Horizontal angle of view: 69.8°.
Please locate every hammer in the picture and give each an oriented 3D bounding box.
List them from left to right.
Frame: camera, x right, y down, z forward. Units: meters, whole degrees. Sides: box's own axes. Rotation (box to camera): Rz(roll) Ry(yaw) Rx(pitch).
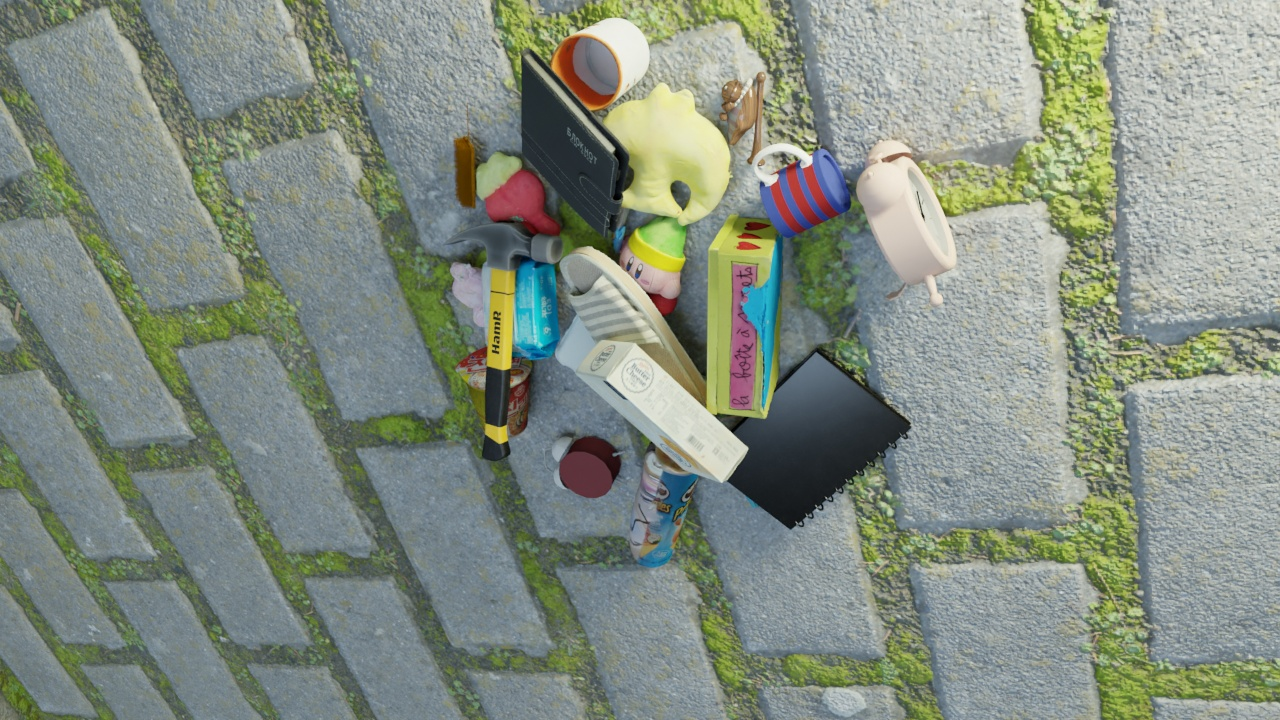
[{"bbox_3d":[-0.187,-0.022,1.196,0.170,0.034,0.325,13,108,27],"label":"hammer"}]

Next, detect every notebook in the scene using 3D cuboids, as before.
[{"bbox_3d":[-0.078,-0.235,1.044,0.169,0.029,0.209,48,167,8],"label":"notebook"},{"bbox_3d":[0.219,0.112,1.214,0.169,0.019,0.232,38,119,-7],"label":"notebook"}]

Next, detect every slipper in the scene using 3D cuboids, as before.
[{"bbox_3d":[-0.007,-0.026,1.160,0.272,0.053,0.115,49,146,-13],"label":"slipper"}]

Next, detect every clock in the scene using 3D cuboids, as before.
[{"bbox_3d":[-0.084,0.156,1.358,0.125,0.044,0.087,9,122,16],"label":"clock"},{"bbox_3d":[0.278,-0.147,0.986,0.086,0.130,0.160,-17,112,28],"label":"clock"}]

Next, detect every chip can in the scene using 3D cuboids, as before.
[{"bbox_3d":[0.030,0.201,1.304,0.080,0.079,0.230,21,133,8],"label":"chip can"}]

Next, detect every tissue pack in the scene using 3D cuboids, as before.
[{"bbox_3d":[-0.159,-0.073,1.222,0.093,0.061,0.144,3,101,28],"label":"tissue pack"}]

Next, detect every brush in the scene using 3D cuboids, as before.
[{"bbox_3d":[-0.225,-0.259,1.166,0.017,0.048,0.127,-10,125,-22],"label":"brush"}]

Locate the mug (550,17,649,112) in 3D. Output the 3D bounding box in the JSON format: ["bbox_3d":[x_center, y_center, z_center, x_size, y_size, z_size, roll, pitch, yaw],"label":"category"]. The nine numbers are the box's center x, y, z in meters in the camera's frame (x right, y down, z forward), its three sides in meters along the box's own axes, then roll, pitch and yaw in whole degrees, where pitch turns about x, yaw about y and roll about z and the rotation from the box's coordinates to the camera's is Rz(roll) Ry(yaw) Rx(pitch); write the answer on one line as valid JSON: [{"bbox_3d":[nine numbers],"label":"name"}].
[{"bbox_3d":[-0.043,-0.329,1.017,0.082,0.105,0.082,9,122,15],"label":"mug"}]

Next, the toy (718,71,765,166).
[{"bbox_3d":[0.115,-0.272,1.031,0.055,0.041,0.102,-1,113,-4],"label":"toy"}]

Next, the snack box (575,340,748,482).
[{"bbox_3d":[0.025,0.062,1.127,0.208,0.057,0.104,43,166,-21],"label":"snack box"}]

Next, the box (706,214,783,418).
[{"bbox_3d":[0.126,-0.053,1.108,0.079,0.124,0.221,5,122,16],"label":"box"}]

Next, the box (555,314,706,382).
[{"bbox_3d":[-0.010,0.013,1.243,0.213,0.062,0.118,35,123,0],"label":"box"}]

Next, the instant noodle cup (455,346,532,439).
[{"bbox_3d":[-0.199,0.051,1.316,0.100,0.100,0.113,9,130,16],"label":"instant noodle cup"}]

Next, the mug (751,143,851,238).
[{"bbox_3d":[0.175,-0.198,1.022,0.076,0.074,0.112,-23,129,30],"label":"mug"}]

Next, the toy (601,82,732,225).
[{"bbox_3d":[0.026,-0.240,1.065,0.170,0.064,0.155,17,115,9],"label":"toy"}]

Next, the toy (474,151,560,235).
[{"bbox_3d":[-0.157,-0.203,1.171,0.092,0.045,0.135,-36,97,35],"label":"toy"}]

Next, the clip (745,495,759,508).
[{"bbox_3d":[0.132,0.142,1.279,0.118,0.033,0.120,18,123,6],"label":"clip"}]

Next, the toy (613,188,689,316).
[{"bbox_3d":[0.021,-0.141,1.136,0.124,0.096,0.132,45,143,28],"label":"toy"}]

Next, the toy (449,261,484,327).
[{"bbox_3d":[-0.224,-0.090,1.264,0.064,0.047,0.110,10,130,41],"label":"toy"}]
